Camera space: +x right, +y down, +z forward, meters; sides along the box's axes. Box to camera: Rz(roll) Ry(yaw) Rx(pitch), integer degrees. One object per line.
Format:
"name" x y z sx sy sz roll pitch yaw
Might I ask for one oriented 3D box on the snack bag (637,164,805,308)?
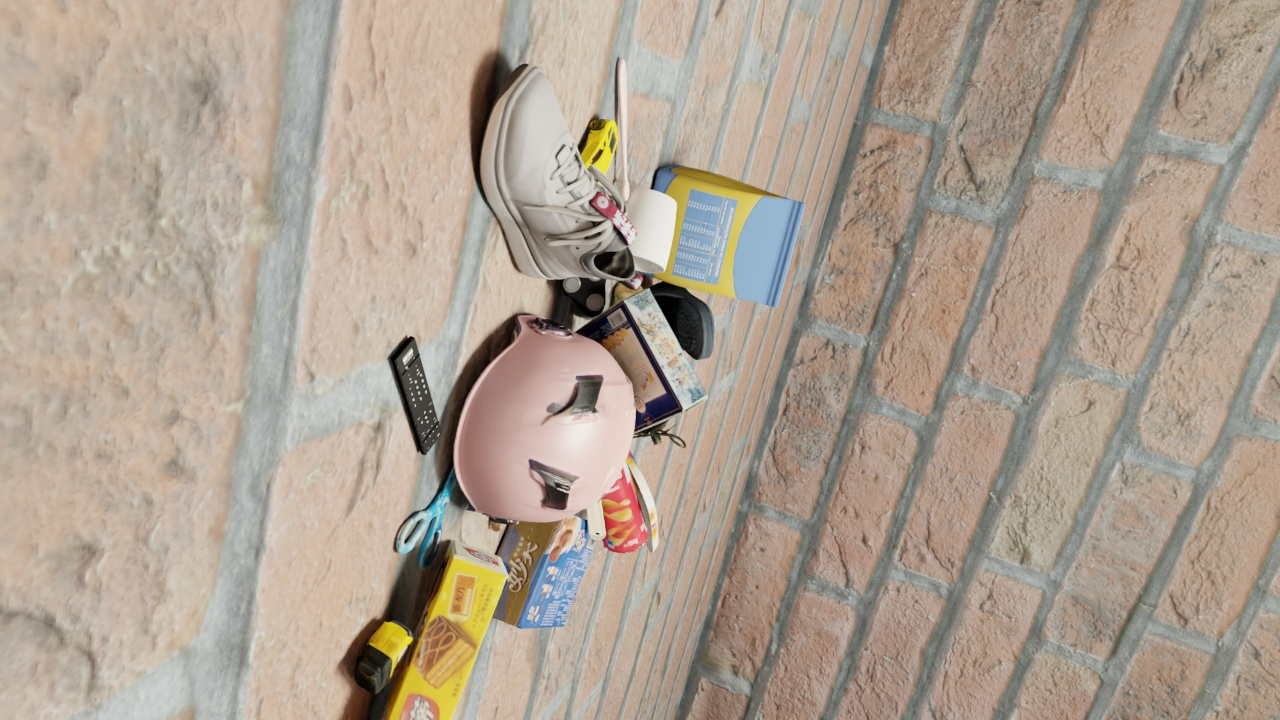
"snack bag" 0.114 -0.174 1.290 0.102 0.205 0.159 -37 143 -62

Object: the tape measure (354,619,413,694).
"tape measure" -0.255 0.289 0.905 0.064 0.037 0.066 -56 172 -35

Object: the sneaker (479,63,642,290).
"sneaker" -0.067 -0.156 0.859 0.263 0.129 0.096 80 32 -56

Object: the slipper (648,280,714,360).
"slipper" 0.031 -0.058 1.307 0.263 0.082 0.101 -143 -128 -72

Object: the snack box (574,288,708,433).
"snack box" -0.006 0.006 1.081 0.042 0.145 0.145 -29 180 -35

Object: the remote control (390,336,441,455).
"remote control" -0.203 0.035 0.837 0.140 0.009 0.030 90 25 -49

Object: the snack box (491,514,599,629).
"snack box" -0.131 0.277 1.242 0.203 0.069 0.155 53 57 -72

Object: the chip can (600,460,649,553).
"chip can" -0.047 0.161 1.255 0.072 0.073 0.233 -55 139 -44

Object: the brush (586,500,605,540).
"brush" -0.065 0.158 1.202 0.012 0.033 0.218 -92 178 -54

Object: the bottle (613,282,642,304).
"bottle" -0.021 -0.055 1.281 0.043 0.043 0.111 -50 153 -51

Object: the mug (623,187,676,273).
"mug" -0.002 -0.164 1.179 0.114 0.081 0.087 171 -66 -73

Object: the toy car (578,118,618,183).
"toy car" -0.053 -0.217 1.011 0.049 0.030 0.106 69 44 -67

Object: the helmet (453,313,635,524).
"helmet" -0.094 0.079 1.004 0.230 0.153 0.255 -70 161 -1

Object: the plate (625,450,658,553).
"plate" -0.014 0.184 1.376 0.016 0.186 0.187 -21 146 -12

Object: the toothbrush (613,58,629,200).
"toothbrush" -0.023 -0.268 1.080 0.015 0.018 0.181 -57 157 -43

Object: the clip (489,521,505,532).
"clip" -0.166 0.178 1.099 0.060 0.024 0.039 -67 164 -2

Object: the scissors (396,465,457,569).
"scissors" -0.209 0.158 0.961 0.115 0.013 0.140 91 22 -48

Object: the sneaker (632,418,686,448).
"sneaker" -0.004 0.069 1.276 0.238 0.101 0.143 65 4 -74

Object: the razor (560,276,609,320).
"razor" -0.062 -0.079 1.101 0.057 0.060 0.156 -26 176 -4

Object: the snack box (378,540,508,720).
"snack box" -0.212 0.312 0.958 0.110 0.061 0.230 168 -56 -77
